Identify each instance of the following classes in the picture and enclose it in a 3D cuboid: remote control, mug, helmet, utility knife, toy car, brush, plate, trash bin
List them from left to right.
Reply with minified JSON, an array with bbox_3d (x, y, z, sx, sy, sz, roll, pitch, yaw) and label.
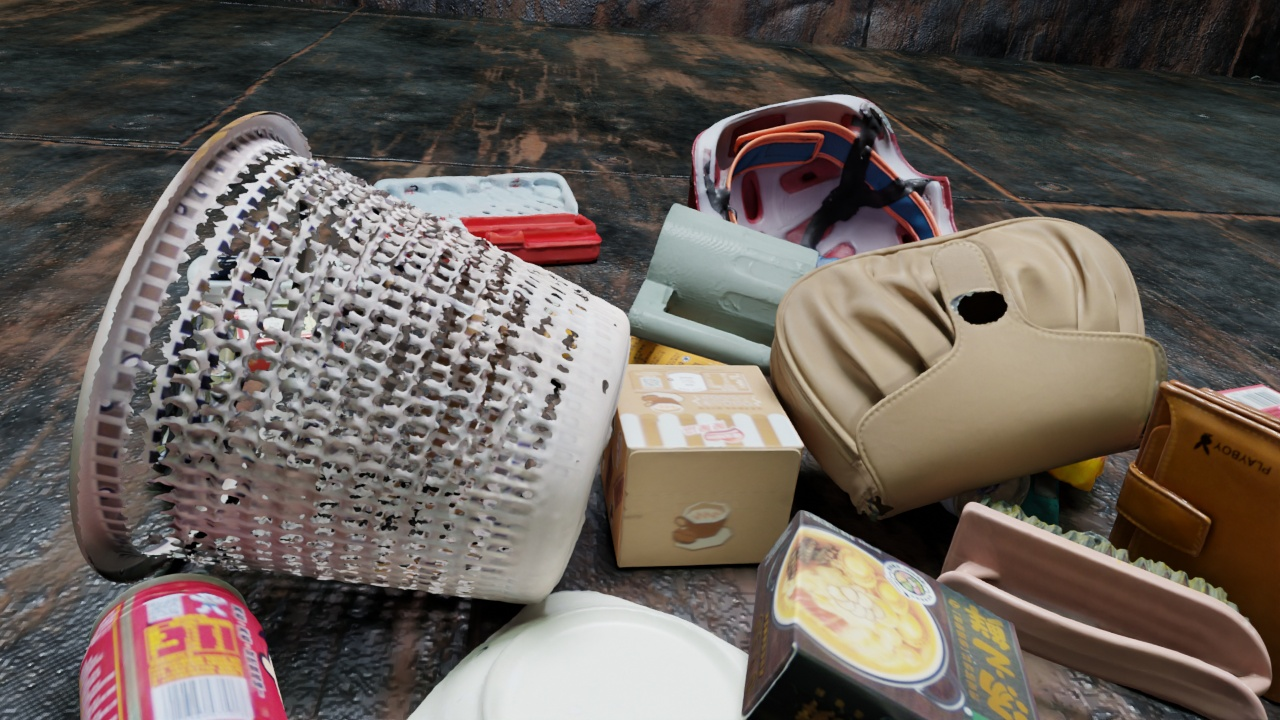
[{"bbox_3d":[-0.262,0.018,0.545,0.042,0.070,0.158,20,16,-32],"label":"toy car"},{"bbox_3d":[-0.260,-0.062,0.696,0.150,0.021,0.058,-1,27,-17],"label":"remote control"},{"bbox_3d":[-0.115,0.020,0.443,0.192,0.228,0.227,17,26,-5],"label":"trash bin"},{"bbox_3d":[-0.008,0.150,0.375,0.164,0.034,0.163,17,28,22],"label":"plate"},{"bbox_3d":[0.054,-0.040,0.607,0.103,0.084,0.123,18,39,4],"label":"mug"},{"bbox_3d":[0.144,-0.091,0.758,0.206,0.144,0.240,-23,66,-23],"label":"helmet"},{"bbox_3d":[0.249,0.087,0.569,0.029,0.013,0.177,18,29,16],"label":"utility knife"},{"bbox_3d":[0.219,0.123,0.440,0.146,0.063,0.072,21,27,25],"label":"brush"}]

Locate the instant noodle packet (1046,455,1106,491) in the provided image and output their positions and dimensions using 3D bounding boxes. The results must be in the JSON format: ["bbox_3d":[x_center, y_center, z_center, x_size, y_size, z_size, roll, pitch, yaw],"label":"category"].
[{"bbox_3d":[0.254,0.018,0.608,0.128,0.044,0.110,42,33,6],"label":"instant noodle packet"}]

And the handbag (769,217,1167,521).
[{"bbox_3d":[0.179,-0.003,0.508,0.204,0.100,0.147,-15,62,-5],"label":"handbag"}]

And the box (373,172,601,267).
[{"bbox_3d":[-0.152,-0.138,0.900,0.200,0.050,0.160,-6,37,-20],"label":"box"}]

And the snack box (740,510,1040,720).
[{"bbox_3d":[0.101,0.135,0.376,0.113,0.053,0.125,28,23,-1],"label":"snack box"}]

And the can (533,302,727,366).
[{"bbox_3d":[-0.004,0.004,0.636,0.146,0.058,0.058,23,32,31],"label":"can"}]

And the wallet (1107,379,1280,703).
[{"bbox_3d":[0.286,0.084,0.454,0.035,0.131,0.119,-18,34,-32],"label":"wallet"}]

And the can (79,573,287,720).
[{"bbox_3d":[-0.170,0.131,0.342,0.066,0.067,0.094,-10,31,-28],"label":"can"}]

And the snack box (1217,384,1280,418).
[{"bbox_3d":[0.337,0.092,0.466,0.044,0.113,0.127,-6,29,-24],"label":"snack box"}]

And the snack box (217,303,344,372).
[{"bbox_3d":[-0.280,-0.040,0.703,0.077,0.027,0.156,-8,30,-26],"label":"snack box"}]

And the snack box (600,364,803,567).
[{"bbox_3d":[0.029,0.057,0.516,0.092,0.077,0.094,1,27,-10],"label":"snack box"}]

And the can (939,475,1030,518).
[{"bbox_3d":[0.190,0.047,0.591,0.053,0.053,0.134,-2,28,-15],"label":"can"}]
